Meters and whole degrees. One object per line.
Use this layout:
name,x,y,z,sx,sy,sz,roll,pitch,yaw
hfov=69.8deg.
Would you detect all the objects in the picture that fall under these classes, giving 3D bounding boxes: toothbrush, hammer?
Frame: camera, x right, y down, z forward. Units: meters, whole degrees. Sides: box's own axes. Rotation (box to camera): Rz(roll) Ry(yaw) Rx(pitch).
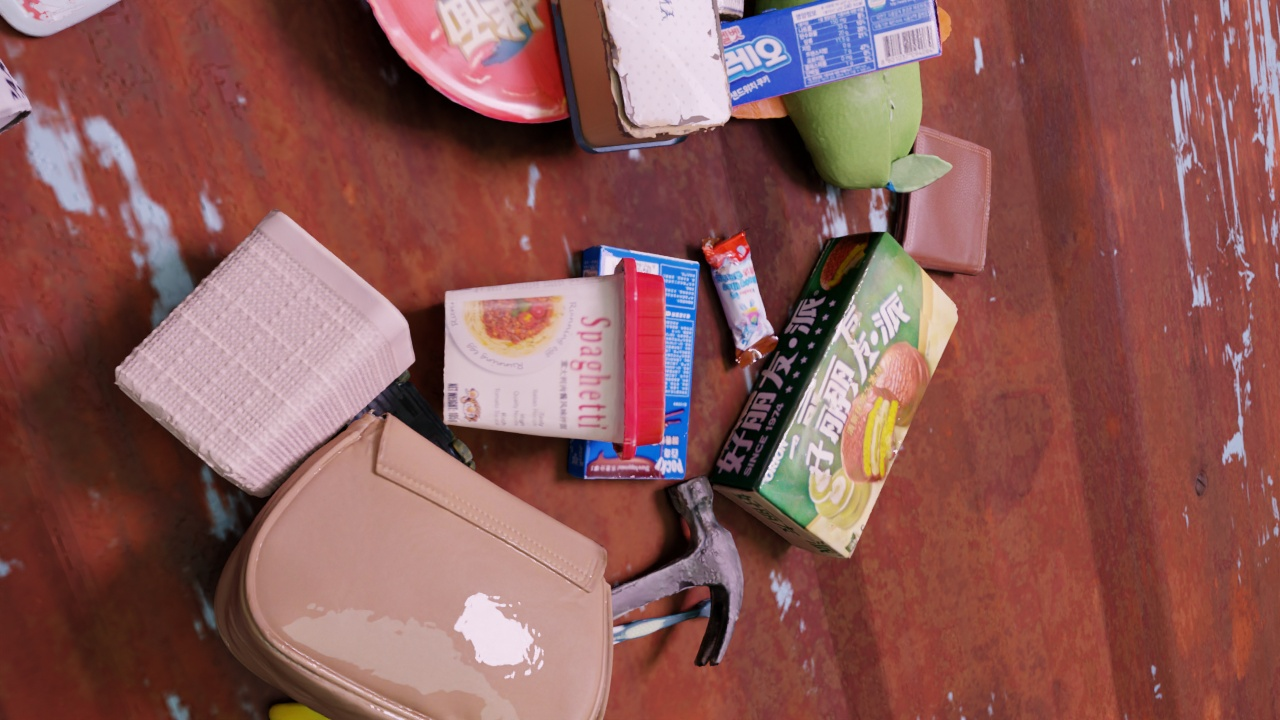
toothbrush,-0.010,0.191,0.653,0.191,0.018,0.016,-5,91,-32
hammer,-0.067,0.182,0.591,0.322,0.032,0.126,-17,83,-30

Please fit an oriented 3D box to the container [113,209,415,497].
container,-0.188,0.001,0.468,0.090,0.090,0.110,40,71,3

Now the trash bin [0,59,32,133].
trash bin,-0.366,-0.144,0.285,0.229,0.230,0.252,-43,120,-25

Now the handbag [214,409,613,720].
handbag,-0.112,0.129,0.492,0.204,0.100,0.147,36,50,-19

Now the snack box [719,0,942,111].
snack box,0.094,-0.208,0.626,0.207,0.058,0.057,-15,105,-1

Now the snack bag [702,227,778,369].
snack bag,0.076,-0.049,0.695,0.045,0.026,0.105,-30,110,-33

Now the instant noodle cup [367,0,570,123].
instant noodle cup,-0.090,-0.235,0.553,0.193,0.066,0.194,-2,94,-34

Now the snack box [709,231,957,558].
snack box,0.159,0.025,0.731,0.114,0.063,0.239,39,71,-28

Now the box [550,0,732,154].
box,-0.002,-0.207,0.540,0.089,0.060,0.184,-12,100,-33

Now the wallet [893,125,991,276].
wallet,0.268,-0.141,0.821,0.101,0.032,0.124,7,87,-31

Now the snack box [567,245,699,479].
snack box,-0.004,0.004,0.642,0.084,0.026,0.157,5,89,-33

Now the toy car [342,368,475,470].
toy car,-0.143,0.044,0.546,0.048,0.031,0.105,-42,111,-22

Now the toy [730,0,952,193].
toy,0.153,-0.240,0.703,0.226,0.090,0.247,-24,111,-14

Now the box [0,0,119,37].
box,-0.291,-0.277,0.431,0.157,0.038,0.201,-44,115,-25

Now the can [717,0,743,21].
can,0.034,-0.286,0.618,0.075,0.075,0.111,-9,107,-34

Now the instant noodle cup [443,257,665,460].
instant noodle cup,-0.052,-0.001,0.550,0.124,0.116,0.116,1,90,-5
